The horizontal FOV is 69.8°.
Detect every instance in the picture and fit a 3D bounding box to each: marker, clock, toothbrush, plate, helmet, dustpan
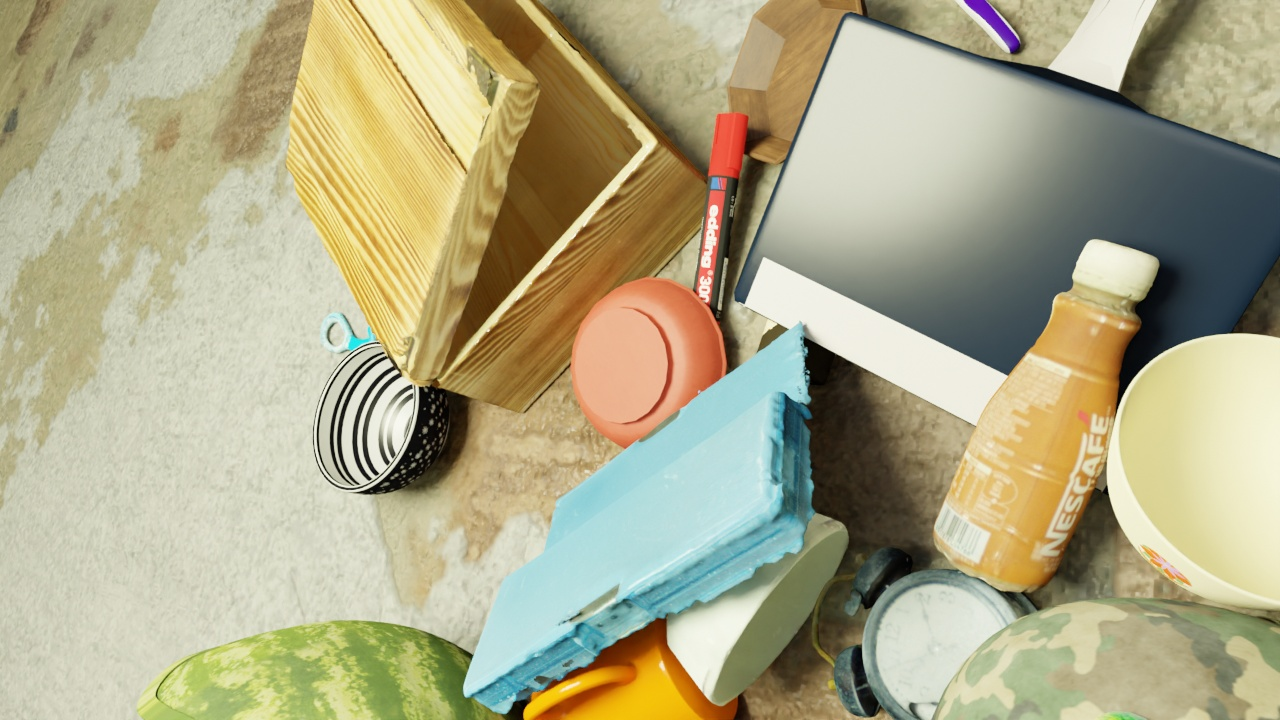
[{"bbox_3d":[0.052,-0.092,0.616,0.023,0.021,0.145,9,92,59],"label":"marker"},{"bbox_3d":[0.148,0.147,0.471,0.130,0.052,0.090,7,79,41],"label":"clock"},{"bbox_3d":[0.187,-0.256,0.596,0.016,0.015,0.186,-39,57,13],"label":"toothbrush"},{"bbox_3d":[0.107,-0.189,0.602,0.132,0.025,0.131,-23,62,53],"label":"plate"},{"bbox_3d":[0.213,0.194,0.310,0.236,0.193,0.223,5,47,19],"label":"helmet"},{"bbox_3d":[0.211,-0.108,0.485,0.236,0.080,0.274,30,114,24],"label":"dustpan"},{"bbox_3d":[-0.165,0.272,0.531,0.247,0.242,0.213,25,121,61],"label":"helmet"}]

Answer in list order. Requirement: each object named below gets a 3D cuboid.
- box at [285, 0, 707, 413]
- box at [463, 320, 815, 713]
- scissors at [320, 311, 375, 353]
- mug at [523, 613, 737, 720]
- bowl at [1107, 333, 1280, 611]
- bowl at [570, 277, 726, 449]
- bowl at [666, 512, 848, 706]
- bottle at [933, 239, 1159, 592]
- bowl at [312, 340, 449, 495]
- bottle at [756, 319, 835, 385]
[{"bbox_3d":[-0.148,-0.143,0.674,0.259,0.220,0.279,-47,56,16],"label":"box"},{"bbox_3d":[0.001,0.083,0.515,0.232,0.033,0.174,-39,18,29],"label":"box"},{"bbox_3d":[-0.242,-0.021,0.825,0.127,0.012,0.137,-51,51,9],"label":"scissors"},{"bbox_3d":[-0.014,0.191,0.529,0.096,0.112,0.077,-35,55,21],"label":"mug"},{"bbox_3d":[0.257,0.058,0.399,0.118,0.074,0.117,-3,61,6],"label":"bowl"},{"bbox_3d":[-0.003,0.004,0.615,0.122,0.035,0.122,-1,89,36],"label":"bowl"},{"bbox_3d":[0.054,0.121,0.498,0.061,0.117,0.117,35,96,27],"label":"bowl"},{"bbox_3d":[0.196,0.026,0.437,0.059,0.059,0.167,28,107,38],"label":"bottle"},{"bbox_3d":[-0.196,0.050,0.733,0.120,0.066,0.120,-12,68,32],"label":"bowl"},{"bbox_3d":[0.121,-0.078,0.565,0.045,0.045,0.184,16,85,37],"label":"bottle"}]
